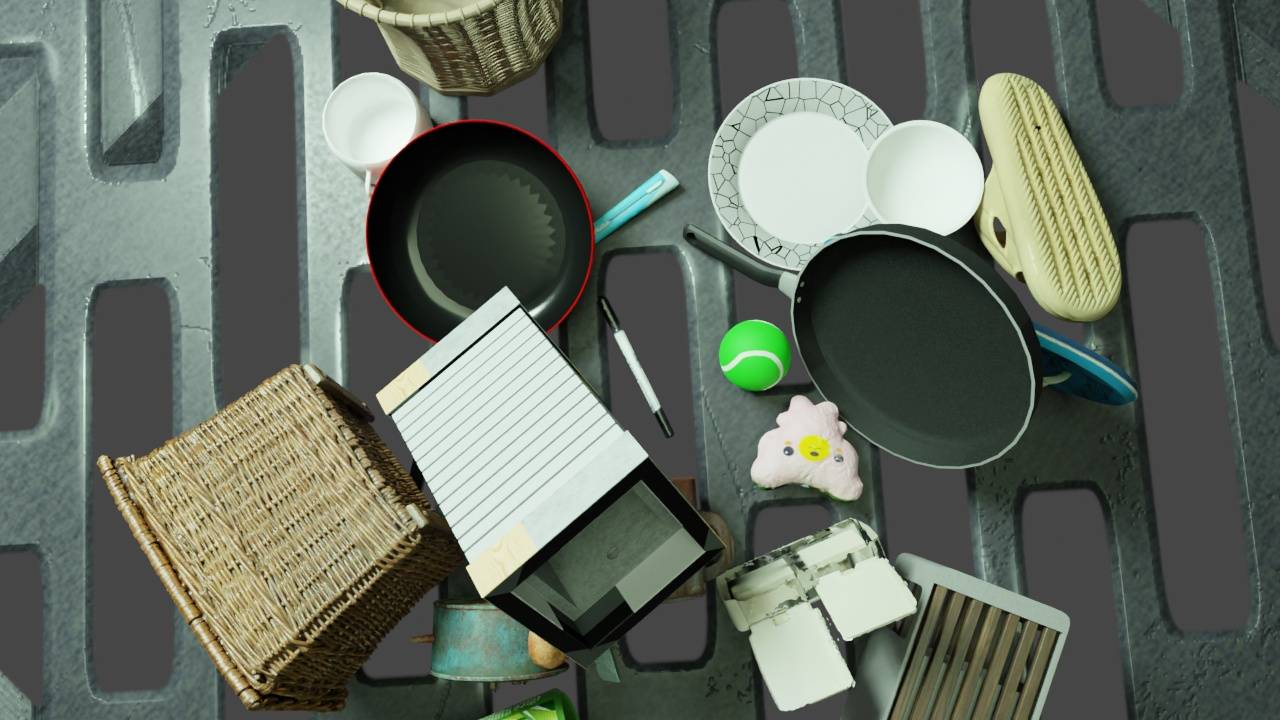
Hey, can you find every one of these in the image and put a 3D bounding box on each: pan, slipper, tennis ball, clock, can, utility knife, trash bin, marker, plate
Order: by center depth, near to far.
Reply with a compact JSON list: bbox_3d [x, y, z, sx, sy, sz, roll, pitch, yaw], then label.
[{"bbox_3d":[-0.078,0.085,0.737,0.142,0.142,0.247,-40,45,-3],"label":"trash bin"},{"bbox_3d":[0.253,0.296,0.784,0.114,0.114,0.228,21,85,3],"label":"trash bin"},{"bbox_3d":[-0.104,0.244,0.792,0.158,0.121,0.073,-3,79,11],"label":"clock"},{"bbox_3d":[-0.122,0.353,0.802,0.144,0.083,0.083,-22,84,-1],"label":"can"},{"bbox_3d":[0.179,-0.043,0.804,0.356,0.226,0.034,34,53,29],"label":"pan"},{"bbox_3d":[0.287,-0.022,0.816,0.295,0.118,0.060,29,90,5],"label":"slipper"},{"bbox_3d":[0.105,-0.005,0.843,0.065,0.065,0.065,0,84,1],"label":"tennis ball"},{"bbox_3d":[0.361,-0.144,0.849,0.111,0.079,0.261,2,67,-21],"label":"slipper"},{"bbox_3d":[-0.057,0.205,0.852,0.031,0.015,0.196,-20,85,4],"label":"utility knife"},{"bbox_3d":[-0.164,-0.042,0.853,0.209,0.067,0.356,16,101,2],"label":"pan"},{"bbox_3d":[-0.005,0.005,0.872,0.011,0.011,0.152,-26,84,-2],"label":"marker"},{"bbox_3d":[0.160,-0.178,0.884,0.188,0.016,0.188,0,84,1],"label":"plate"},{"bbox_3d":[-0.015,-0.142,0.886,0.117,0.015,0.022,-38,85,0],"label":"utility knife"}]

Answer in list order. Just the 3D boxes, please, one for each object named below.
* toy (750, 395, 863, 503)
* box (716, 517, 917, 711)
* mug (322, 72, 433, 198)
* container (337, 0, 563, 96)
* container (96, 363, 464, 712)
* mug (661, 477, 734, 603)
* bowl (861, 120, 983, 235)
[{"bbox_3d":[0.157,0.081,0.841,0.102,0.050,0.093,12,81,-1],"label":"toy"},{"bbox_3d":[0.144,0.200,0.770,0.145,0.185,0.066,-23,111,2],"label":"box"},{"bbox_3d":[-0.247,-0.207,0.870,0.094,0.068,0.115,4,84,2],"label":"mug"},{"bbox_3d":[-0.171,-0.363,0.820,0.227,0.196,0.226,0,84,1],"label":"container"},{"bbox_3d":[-0.283,0.136,0.773,0.183,0.162,0.250,-40,70,-8],"label":"container"},{"bbox_3d":[0.025,0.158,0.821,0.122,0.096,0.110,-2,88,-19],"label":"mug"},{"bbox_3d":[0.255,-0.162,0.850,0.110,0.040,0.110,0,84,0],"label":"bowl"}]
